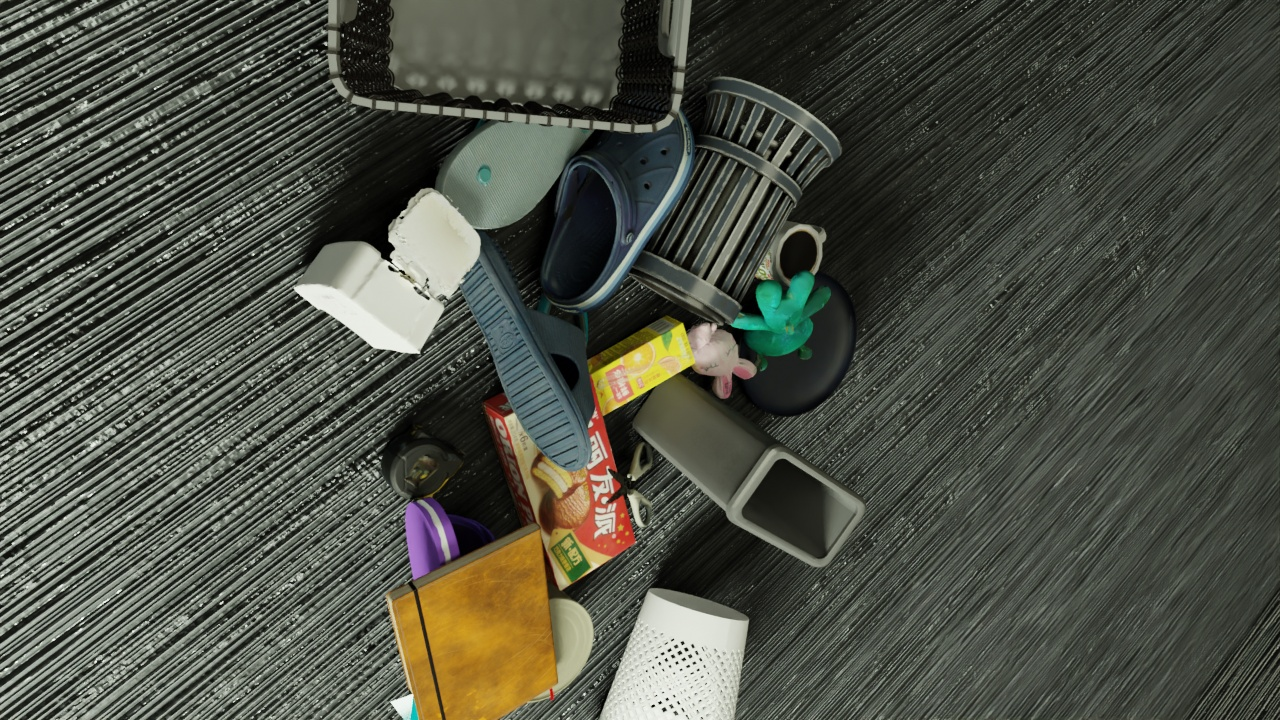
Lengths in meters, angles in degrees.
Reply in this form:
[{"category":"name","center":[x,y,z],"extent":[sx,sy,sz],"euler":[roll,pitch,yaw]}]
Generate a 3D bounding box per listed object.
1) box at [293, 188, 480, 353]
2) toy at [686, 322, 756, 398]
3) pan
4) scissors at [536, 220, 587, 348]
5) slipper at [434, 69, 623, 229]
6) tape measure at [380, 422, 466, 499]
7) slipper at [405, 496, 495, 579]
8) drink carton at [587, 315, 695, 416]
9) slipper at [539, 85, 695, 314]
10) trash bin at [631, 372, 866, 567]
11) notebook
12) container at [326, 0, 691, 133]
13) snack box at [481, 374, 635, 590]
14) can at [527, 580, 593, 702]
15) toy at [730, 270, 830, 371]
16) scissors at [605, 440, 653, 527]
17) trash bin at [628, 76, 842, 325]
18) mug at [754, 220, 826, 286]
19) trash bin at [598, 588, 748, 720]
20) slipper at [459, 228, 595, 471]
[{"category":"box","center":[-0.221,-0.091,0.843],"extent":[0.108,0.129,0.136],"euler":[40,67,-36]},{"category":"toy","center":[0.097,-0.001,1.120],"extent":[0.063,0.047,0.110],"euler":[-49,128,-7]},{"category":"pan","center":[0.141,-0.018,1.180],"extent":[0.355,0.021,0.199],"euler":[-4,107,-31]},{"category":"scissors","center":[-0.087,-0.072,1.004],"extent":[0.124,0.019,0.156],"euler":[-43,122,-19]},{"category":"slipper","center":[-0.111,-0.223,0.927],"extent":[0.268,0.055,0.098],"euler":[-48,129,-27]},{"category":"tape measure","center":[-0.229,0.107,0.947],"extent":[0.072,0.042,0.071],"euler":[-53,130,-7]},{"category":"slipper","center":[-0.184,0.251,0.983],"extent":[0.083,0.107,0.267],"euler":[-16,120,-29]},{"category":"drink carton","center":[-0.006,0.006,1.063],"extent":[0.134,0.043,0.058],"euler":[-29,119,-18]},{"category":"slipper","center":[-0.030,-0.168,0.937],"extent":[0.095,0.105,0.252],"euler":[30,84,-59]},{"category":"trash bin","center":[0.123,0.123,1.079],"extent":[0.191,0.220,0.097],"euler":[33,93,-37]},{"category":"notebook","center":[-0.170,0.300,0.943],"extent":[0.178,0.014,0.250],"euler":[-22,127,-29]},{"category":"container","center":[-0.100,-0.316,0.730],"extent":[0.245,0.243,0.247],"euler":[3,104,-10]},{"category":"snack box","center":[-0.088,0.132,1.040],"extent":[0.113,0.060,0.236],"euler":[-27,119,-27]},{"category":"can","center":[-0.127,0.319,1.064],"extent":[0.127,0.073,0.128],"euler":[-11,111,-32]},{"category":"toy","center":[0.170,-0.045,1.103],"extent":[0.130,0.072,0.193],"euler":[-14,155,-1]},{"category":"scissors","center":[-0.010,0.142,1.073],"extent":[0.161,0.013,0.158],"euler":[-73,154,-44]},{"category":"trash bin","center":[0.093,-0.167,1.015],"extent":[0.164,0.164,0.227],"euler":[28,91,-38]},{"category":"mug","center":[0.174,-0.140,1.120],"extent":[0.105,0.090,0.073],"euler":[-29,119,-25]},{"category":"trash bin","center":[0.047,0.405,1.157],"extent":[0.195,0.196,0.199],"euler":[20,83,-38]},{"category":"slipper","center":[-0.099,-0.019,0.923],"extent":[0.082,0.101,0.263],"euler":[-28,93,-33]}]
